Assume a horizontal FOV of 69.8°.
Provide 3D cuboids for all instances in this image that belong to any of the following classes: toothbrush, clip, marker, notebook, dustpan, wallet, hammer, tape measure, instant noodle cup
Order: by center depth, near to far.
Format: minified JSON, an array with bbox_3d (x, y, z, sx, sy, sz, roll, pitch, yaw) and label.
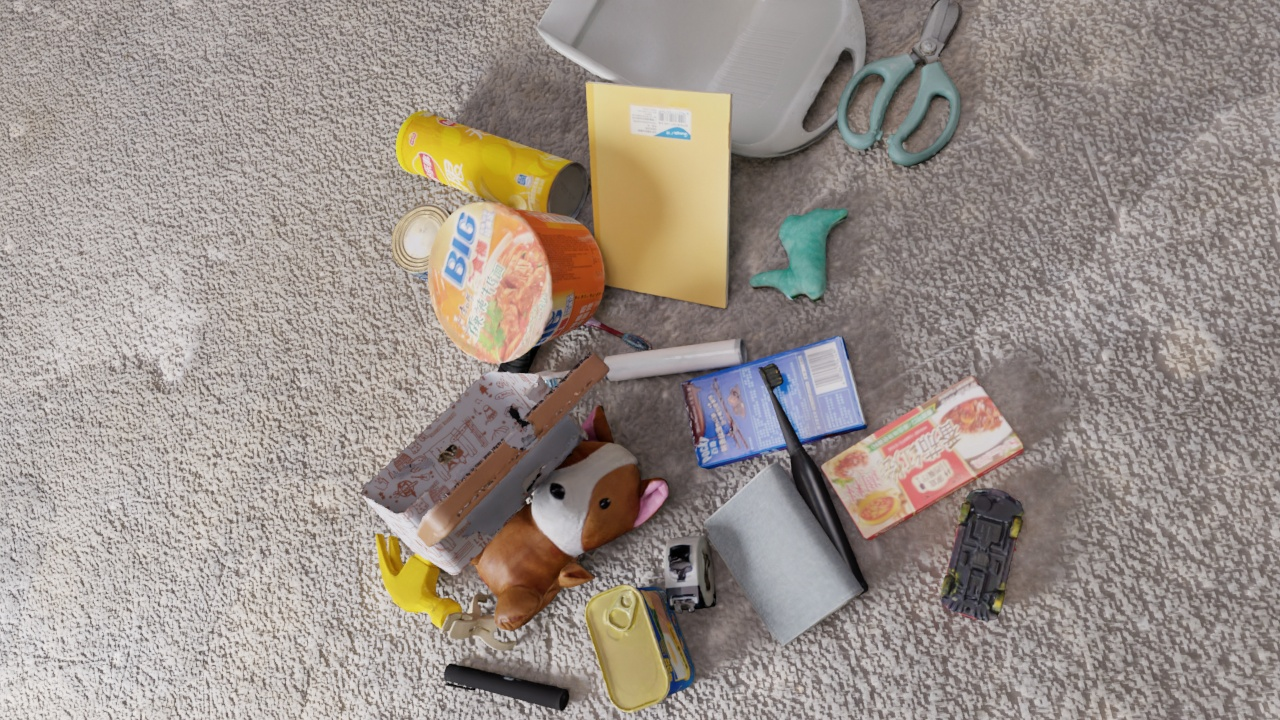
[{"bbox_3d":[0.121,0.170,0.801,0.107,0.036,0.129,-48,63,33],"label":"wallet"},{"bbox_3d":[0.147,0.102,0.801,0.027,0.026,0.212,-23,80,16],"label":"toothbrush"},{"bbox_3d":[0.044,0.190,0.819,0.034,0.065,0.066,-9,77,15],"label":"tape measure"},{"bbox_3d":[0.083,-0.318,0.854,0.143,0.257,0.222,30,90,48],"label":"dustpan"},{"bbox_3d":[0.017,-0.154,0.868,0.146,0.010,0.207,12,123,24],"label":"notebook"},{"bbox_3d":[-0.144,0.254,0.872,0.096,0.101,0.035,26,86,-2],"label":"clip"},{"bbox_3d":[-0.131,0.315,0.885,0.132,0.020,0.022,4,68,23],"label":"marker"},{"bbox_3d":[-0.113,-0.080,0.890,0.152,0.111,0.151,7,104,32],"label":"instant noodle cup"},{"bbox_3d":[-0.005,0.005,0.902,0.221,0.026,0.026,-8,120,20],"label":"toothbrush"},{"bbox_3d":[-0.177,0.112,0.936,0.129,0.033,0.300,20,83,34],"label":"hammer"},{"bbox_3d":[-0.068,-0.049,0.945,0.188,0.017,0.016,26,87,24],"label":"toothbrush"}]

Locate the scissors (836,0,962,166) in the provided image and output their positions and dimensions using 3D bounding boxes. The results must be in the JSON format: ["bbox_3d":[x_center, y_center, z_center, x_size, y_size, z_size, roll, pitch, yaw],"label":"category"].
[{"bbox_3d":[0.239,-0.273,0.868,0.129,0.019,0.185,6,80,13],"label":"scissors"}]

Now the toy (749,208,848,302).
[{"bbox_3d":[0.149,-0.097,0.865,0.097,0.030,0.091,-6,74,26],"label":"toy"}]

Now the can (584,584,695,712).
[{"bbox_3d":[0.002,0.252,0.812,0.057,0.083,0.102,-25,70,14],"label":"can"}]

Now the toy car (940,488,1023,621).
[{"bbox_3d":[0.281,0.158,0.752,0.049,0.031,0.106,13,84,23],"label":"toy car"}]

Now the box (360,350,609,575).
[{"bbox_3d":[-0.124,0.085,0.767,0.178,0.103,0.261,-46,22,-23],"label":"box"}]

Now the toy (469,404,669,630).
[{"bbox_3d":[-0.077,0.145,0.853,0.199,0.130,0.140,-39,70,-1],"label":"toy"}]

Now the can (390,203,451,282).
[{"bbox_3d":[-0.199,-0.111,0.959,0.075,0.111,0.075,-5,76,20],"label":"can"}]

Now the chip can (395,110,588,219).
[{"bbox_3d":[-0.162,-0.208,0.990,0.213,0.072,0.072,24,87,23],"label":"chip can"}]

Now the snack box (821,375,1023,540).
[{"bbox_3d":[0.240,0.085,0.788,0.153,0.025,0.075,-33,68,11],"label":"snack box"}]

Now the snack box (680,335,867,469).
[{"bbox_3d":[0.121,0.040,0.845,0.157,0.026,0.084,-17,73,17],"label":"snack box"}]
